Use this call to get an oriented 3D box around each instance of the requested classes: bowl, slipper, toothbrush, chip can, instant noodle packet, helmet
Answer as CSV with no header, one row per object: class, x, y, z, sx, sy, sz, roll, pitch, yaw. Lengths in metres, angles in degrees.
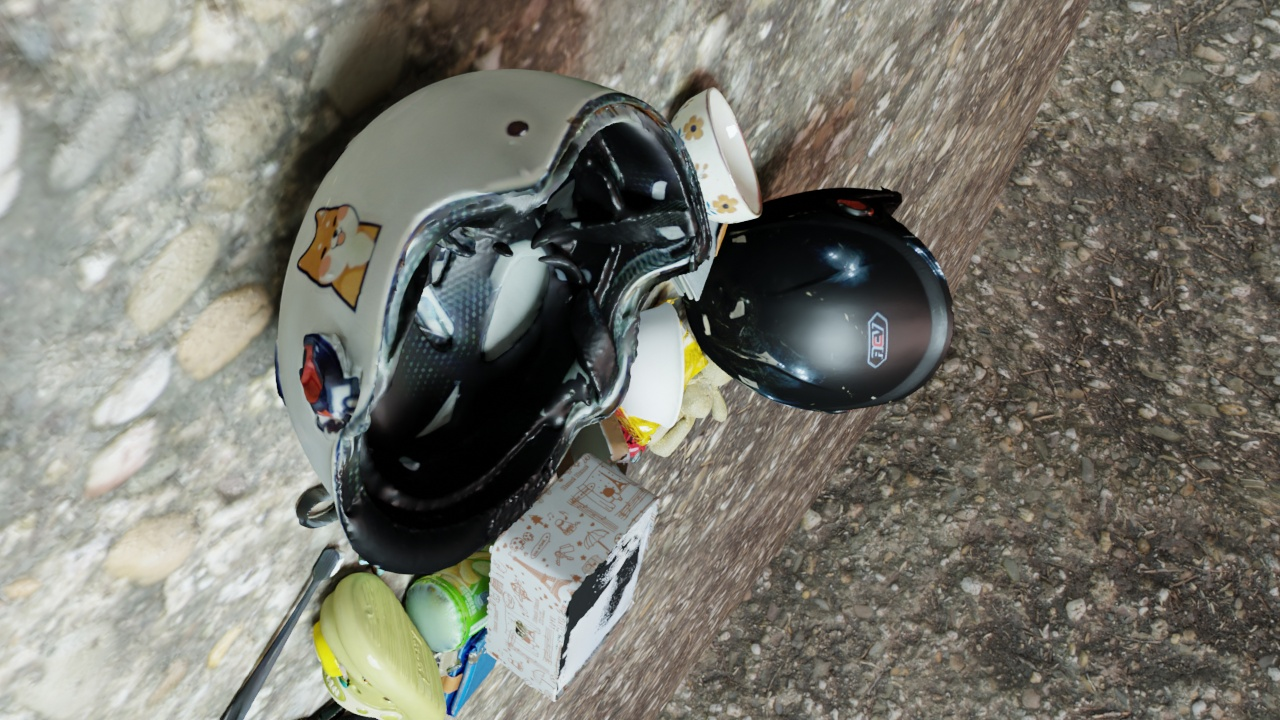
bowl,0.054,-0.164,0.773,0.062,0.113,0.113,-20,170,20
slipper,-0.219,0.252,0.750,0.081,0.091,0.191,-23,138,-6
toothbrush,-0.272,0.217,0.684,0.181,0.015,0.018,-58,169,0
chip can,-0.135,0.208,0.904,0.220,0.072,0.073,-23,141,-58
instant noodle packet,0.013,0.008,0.957,0.128,0.044,0.111,-51,135,-20
helmet,0.185,-0.059,0.973,0.229,0.275,0.234,-13,114,-27
bowl,-0.005,0.005,0.855,0.064,0.118,0.118,-1,135,-13
helmet,-0.099,-0.038,0.500,0.229,0.157,0.274,0,124,-61

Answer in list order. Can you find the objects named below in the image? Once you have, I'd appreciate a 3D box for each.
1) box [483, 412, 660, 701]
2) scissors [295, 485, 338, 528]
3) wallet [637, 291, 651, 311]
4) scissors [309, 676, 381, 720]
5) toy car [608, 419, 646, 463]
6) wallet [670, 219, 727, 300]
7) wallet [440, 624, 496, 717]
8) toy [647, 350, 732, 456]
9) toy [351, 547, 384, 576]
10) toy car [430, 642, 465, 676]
box,-0.053,0.142,0.814,0.271,0.130,0.180,-80,-179,-46
scissors,-0.189,0.081,0.683,0.165,0.014,0.163,-46,160,-32
wallet,-0.015,-0.073,0.847,0.121,0.019,0.097,-61,158,15
scissors,-0.276,0.318,0.826,0.224,0.022,0.221,-53,154,-16
toy car,-0.029,0.084,0.997,0.045,0.053,0.120,-63,162,13
wallet,0.062,-0.130,0.870,0.106,0.037,0.129,48,60,-69
wallet,-0.183,0.323,1.015,0.106,0.040,0.133,-43,157,-55
toy,0.060,0.050,1.151,0.105,0.066,0.157,41,85,-27
toy,-0.190,0.134,0.732,0.091,0.030,0.097,-30,154,-37
toy car,-0.197,0.280,0.909,0.035,0.042,0.091,-15,145,-30
